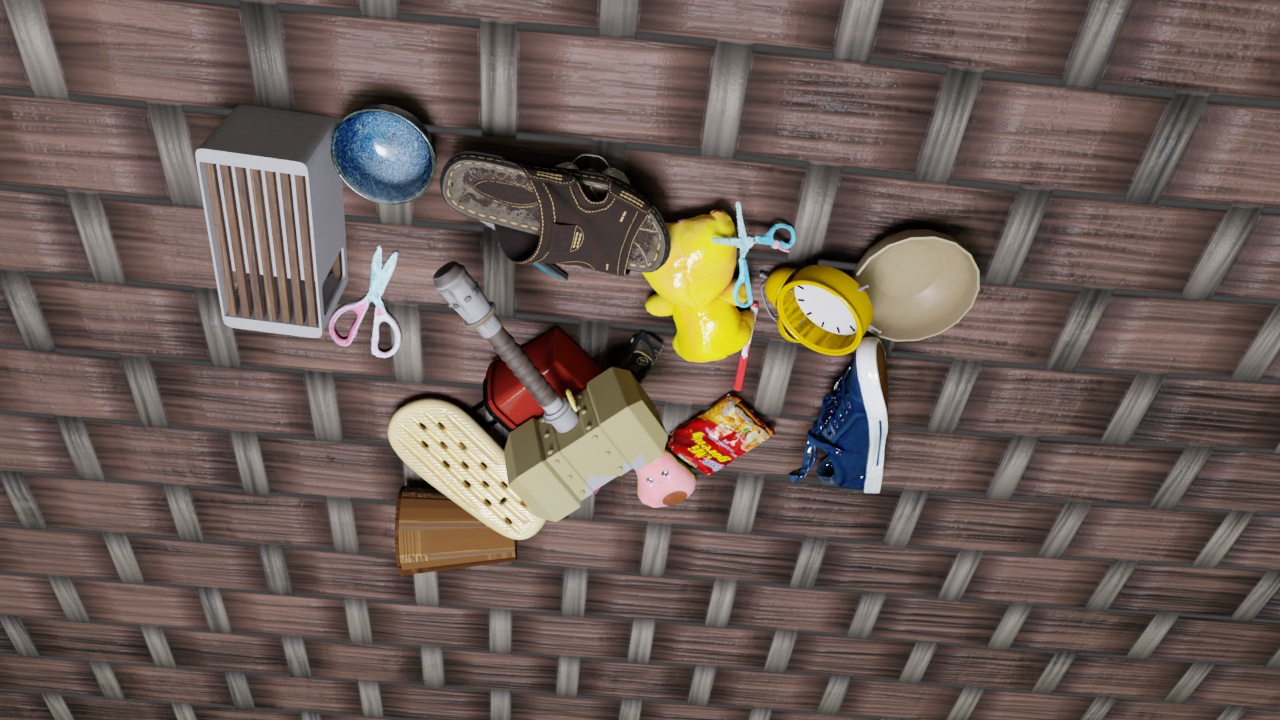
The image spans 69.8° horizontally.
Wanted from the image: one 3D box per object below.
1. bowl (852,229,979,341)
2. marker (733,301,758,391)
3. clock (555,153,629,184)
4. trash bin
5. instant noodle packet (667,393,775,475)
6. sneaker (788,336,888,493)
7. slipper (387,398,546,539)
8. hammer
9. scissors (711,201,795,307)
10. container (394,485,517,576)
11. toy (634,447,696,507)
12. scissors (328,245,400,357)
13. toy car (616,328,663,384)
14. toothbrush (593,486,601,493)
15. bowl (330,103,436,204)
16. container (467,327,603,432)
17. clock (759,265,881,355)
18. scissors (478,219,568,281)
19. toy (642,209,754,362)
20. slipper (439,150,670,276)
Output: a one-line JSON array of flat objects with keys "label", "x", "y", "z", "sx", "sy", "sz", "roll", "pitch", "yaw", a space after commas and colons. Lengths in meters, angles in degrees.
[{"label": "bowl", "x": 0.329, "y": -0.098, "z": 1.117, "sx": 0.152, "sy": 0.050, "sz": 0.153, "roll": 1, "pitch": 129, "yaw": 1}, {"label": "marker", "x": 0.140, "y": -0.017, "z": 1.211, "sx": 0.013, "sy": 0.012, "sz": 0.142, "roll": 5, "pitch": 128, "yaw": -2}, {"label": "clock", "x": -0.063, "y": -0.184, "z": 1.068, "sx": 0.094, "sy": 0.042, "sz": 0.120, "roll": 7, "pitch": 129, "yaw": -5}, {"label": "trash bin", "x": -0.414, "y": -0.156, "z": 1.054, "sx": 0.114, "sy": 0.114, "sz": 0.229, "roll": 7, "pitch": 128, "yaw": -4}, {"label": "instant noodle packet", "x": 0.113, "y": 0.106, "z": 1.294, "sx": 0.136, "sy": 0.039, "sz": 0.098, "roll": -35, "pitch": 126, "yaw": 24}, {"label": "sneaker", "x": 0.265, "y": 0.081, "z": 1.220, "sx": 0.127, "sy": 0.120, "sz": 0.295, "roll": 3, "pitch": 140, "yaw": 11}, {"label": "slipper", "x": -0.237, "y": 0.148, "z": 1.309, "sx": 0.261, "sy": 0.079, "sz": 0.111, "roll": 43, "pitch": 99, "yaw": -8}, {"label": "hammer", "x": -0.130, "y": 0.018, "z": 1.068, "sx": 0.190, "sy": 0.100, "sz": 0.325, "roll": -33, "pitch": 120, "yaw": 5}, {"label": "scissors", "x": 0.129, "y": -0.121, "z": 1.078, "sx": 0.135, "sy": 0.015, "sz": 0.134, "roll": 0, "pitch": 108, "yaw": -34}, {"label": "container", "x": -0.270, "y": 0.251, "z": 1.370, "sx": 0.167, "sy": 0.132, "sz": 0.132, "roll": -1, "pitch": 128, "yaw": -5}, {"label": "toy", "x": 0.029, "y": 0.169, "z": 1.336, "sx": 0.090, "sy": 0.051, "sz": 0.110, "roll": -21, "pitch": 124, "yaw": 16}, {"label": "scissors", "x": -0.331, "y": -0.073, "z": 1.185, "sx": 0.103, "sy": 0.016, "sz": 0.179, "roll": 27, "pitch": 121, "yaw": -17}, {"label": "toy car", "x": -0.007, "y": 0.007, "z": 1.203, "sx": 0.040, "sy": 0.037, "sz": 0.092, "roll": 33, "pitch": 89, "yaw": -20}, {"label": "toothbrush", "x": -0.034, "y": 0.132, "z": 1.332, "sx": 0.016, "sy": 0.016, "sz": 0.190, "roll": 19, "pitch": 126, "yaw": -18}, {"label": "bowl", "x": -0.279, "y": -0.237, "z": 1.021, "sx": 0.114, "sy": 0.060, "sz": 0.114, "roll": 2, "pitch": 129, "yaw": 2}, {"label": "container", "x": -0.150, "y": 0.065, "z": 1.222, "sx": 0.201, "sy": 0.126, "sz": 0.148, "roll": -35, "pitch": 120, "yaw": 18}, {"label": "clock", "x": 0.213, "y": -0.064, "z": 1.121, "sx": 0.152, "sy": 0.051, "sz": 0.113, "roll": 11, "pitch": 138, "yaw": 42}, {"label": "scissors", "x": -0.135, "y": -0.146, "z": 1.114, "sx": 0.142, "sy": 0.019, "sz": 0.128, "roll": -1, "pitch": 134, "yaw": 11}, {"label": "toy", "x": 0.063, "y": -0.082, "z": 1.115, "sx": 0.135, "sy": 0.087, "sz": 0.194, "roll": -8, "pitch": 125, "yaw": 14}, {"label": "slipper", "x": -0.093, "y": -0.156, "z": 1.015, "sx": 0.267, "sy": 0.075, "sz": 0.113, "roll": 17, "pitch": 127, "yaw": -9}]
